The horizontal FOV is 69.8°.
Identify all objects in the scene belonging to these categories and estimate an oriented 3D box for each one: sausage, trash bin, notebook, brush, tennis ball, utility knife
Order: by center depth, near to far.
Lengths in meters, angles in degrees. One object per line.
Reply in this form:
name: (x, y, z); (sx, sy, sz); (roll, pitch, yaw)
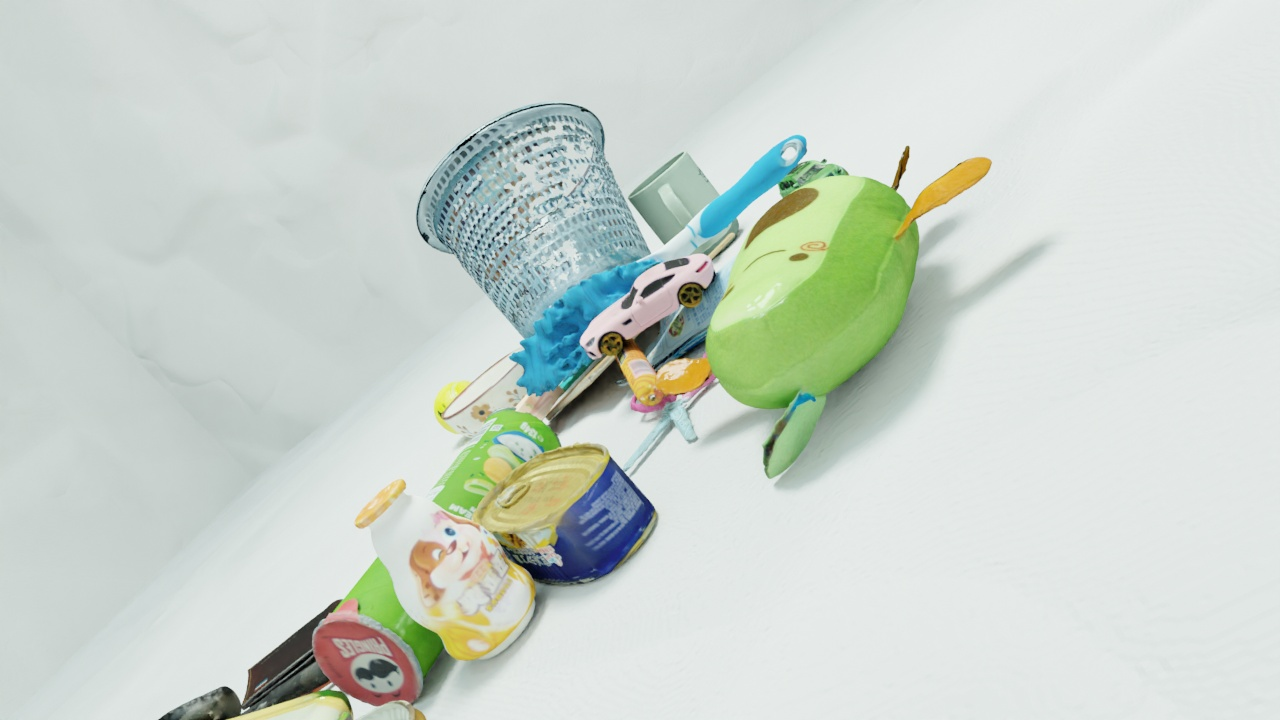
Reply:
sausage: (-0.004, 0.004, 0.696); (0.021, 0.021, 0.165); (-39, 17, 2)
brush: (0.016, -0.085, 0.798); (0.315, 0.060, 0.109); (-41, -3, 21)
notebook: (-0.003, -0.030, 0.867); (0.207, 0.008, 0.148); (-46, 3, -26)
utility knife: (-0.014, -0.038, 0.900); (0.209, 0.013, 0.029); (-48, 0, -1)
trash bin: (-0.088, -0.117, 0.953); (0.226, 0.195, 0.227); (-30, -18, -11)
tennis ball: (-0.214, 0.056, 1.098); (0.065, 0.065, 0.065); (-37, 13, 10)

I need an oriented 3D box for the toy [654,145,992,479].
toy: (0.097, -0.044, 0.520); (0.228, 0.090, 0.246); (-40, 8, 29)

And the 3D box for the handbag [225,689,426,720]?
handbag: (-0.193, 0.242, 0.469); (0.179, 0.063, 0.163); (-23, 16, 8)

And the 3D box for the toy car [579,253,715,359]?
toy car: (0.003, -0.045, 0.715); (0.122, 0.037, 0.056); (-32, 16, 7)

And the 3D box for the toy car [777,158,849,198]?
toy car: (0.163, -0.170, 0.880); (0.043, 0.036, 0.091); (-40, 17, -8)

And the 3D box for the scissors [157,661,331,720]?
scissors: (-0.288, 0.261, 0.639); (0.221, 0.021, 0.221); (-25, -19, -23)

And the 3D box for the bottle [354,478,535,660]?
bottle: (-0.111, 0.116, 0.516); (0.063, 0.108, 0.063); (-39, 14, 11)

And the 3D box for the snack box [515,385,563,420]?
snack box: (-0.127, 0.083, 0.815); (0.085, 0.026, 0.156); (-47, 7, 36)

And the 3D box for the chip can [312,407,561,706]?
chip can: (-0.126, 0.120, 0.626); (0.072, 0.072, 0.235); (-32, 15, 31)

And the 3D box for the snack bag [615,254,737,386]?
snack bag: (0.059, -0.047, 0.741); (0.192, 0.039, 0.110); (-39, 19, 41)

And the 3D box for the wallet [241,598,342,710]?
wallet: (-0.277, 0.239, 0.748); (0.096, 0.020, 0.122); (-34, 8, -20)

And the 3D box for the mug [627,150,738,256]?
mug: (0.049, -0.158, 0.989); (0.082, 0.106, 0.111); (-36, 13, 11)

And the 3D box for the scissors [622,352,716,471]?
scissors: (0.030, 0.027, 0.637); (0.128, 0.017, 0.133); (-36, 17, 1)

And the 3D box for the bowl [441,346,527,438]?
bowl: (-0.144, 0.044, 0.956); (0.113, 0.062, 0.113); (-37, 15, 11)

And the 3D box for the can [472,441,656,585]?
can: (-0.049, 0.093, 0.555); (0.074, 0.049, 0.148); (-46, 14, -28)
